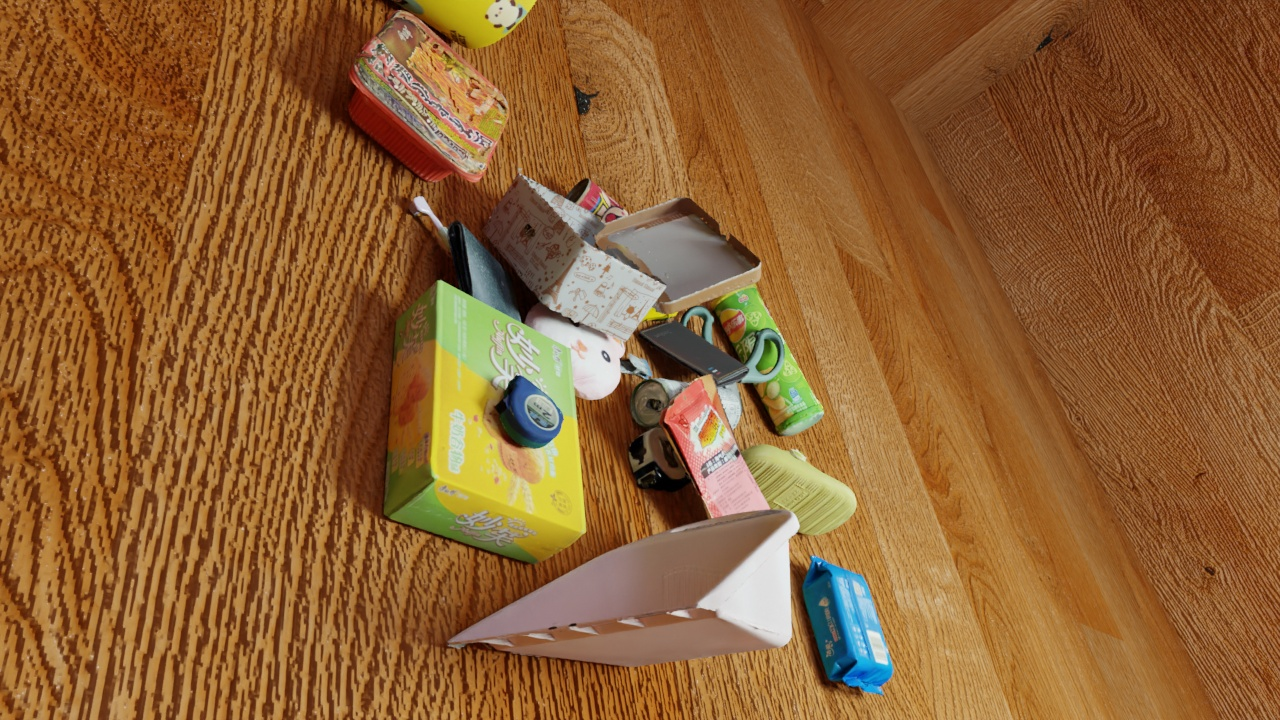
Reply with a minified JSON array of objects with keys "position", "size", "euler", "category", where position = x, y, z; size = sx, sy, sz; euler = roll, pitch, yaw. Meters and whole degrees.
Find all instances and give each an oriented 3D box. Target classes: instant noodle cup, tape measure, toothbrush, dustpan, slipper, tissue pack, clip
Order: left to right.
[{"position":[-0.229,-0.270,0.971],"size":[0.164,0.079,0.188],"euler":[40,34,-24],"category":"instant noodle cup"},{"position":[-0.173,-0.082,0.921],"size":[0.189,0.021,0.029],"euler":[56,-2,0],"category":"toothbrush"},{"position":[-0.092,0.046,0.759],"size":[0.058,0.025,0.054],"euler":[40,35,-16],"category":"tape measure"},{"position":[-0.005,0.006,1.071],"size":[0.057,0.030,0.024],"euler":[18,48,-55],"category":"clip"},{"position":[0.008,0.165,0.747],"size":[0.273,0.223,0.138],"euler":[36,46,-51],"category":"dustpan"},{"position":[0.019,0.107,0.989],"size":[0.065,0.034,0.066],"euler":[14,49,-50],"category":"tape measure"},{"position":[0.188,0.145,1.137],"size":[0.190,0.092,0.081],"euler":[32,35,-28],"category":"slipper"},{"position":[0.240,0.311,1.078],"size":[0.095,0.052,0.157],"euler":[28,39,-41],"category":"tissue pack"}]

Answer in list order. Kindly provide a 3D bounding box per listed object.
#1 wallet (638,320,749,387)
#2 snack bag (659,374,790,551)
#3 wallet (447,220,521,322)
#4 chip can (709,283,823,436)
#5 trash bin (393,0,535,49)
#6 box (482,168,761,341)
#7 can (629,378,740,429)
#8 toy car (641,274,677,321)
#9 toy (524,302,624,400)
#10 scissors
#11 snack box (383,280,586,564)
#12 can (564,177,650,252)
[{"position":[0.067,-0.009,1.138],"size":[0.122,0.020,0.096],"euler":[34,22,22],"category":"wallet"},{"position":[0.088,0.126,0.991],"size":[0.128,0.073,0.208],"euler":[-31,97,-59],"category":"snack bag"},{"position":[-0.148,-0.071,0.901],"size":[0.097,0.019,0.120],"euler":[47,17,-47],"category":"wallet"},{"position":[0.177,-0.002,1.281],"size":[0.072,0.073,0.221],"euler":[-5,64,-56],"category":"chip can"},{"position":[-0.248,-0.513,1.058],"size":[0.255,0.230,0.229],"euler":[29,39,-45],"category":"trash bin"},{"position":[-0.020,-0.114,1.005],"size":[0.273,0.124,0.179],"euler":[-3,36,-33],"category":"box"},{"position":[0.054,0.055,1.065],"size":[0.146,0.058,0.058],"euler":[10,52,-51],"category":"can"},{"position":[0.007,-0.082,1.134],"size":[0.155,0.041,0.071],"euler":[-9,85,-58],"category":"toy car"},{"position":[-0.065,-0.020,0.982],"size":[0.121,0.054,0.159],"euler":[47,23,-7],"category":"toy"},{"position":[0.131,-0.002,1.208],"size":[0.179,0.019,0.172],"euler":[-4,60,-22],"category":"scissors"},{"position":[-0.133,0.053,0.793],"size":[0.157,0.070,0.209],"euler":[28,39,-37],"category":"snack box"},{"position":[-0.035,-0.170,1.168],"size":[0.132,0.053,0.053],"euler":[38,34,-26],"category":"can"}]
